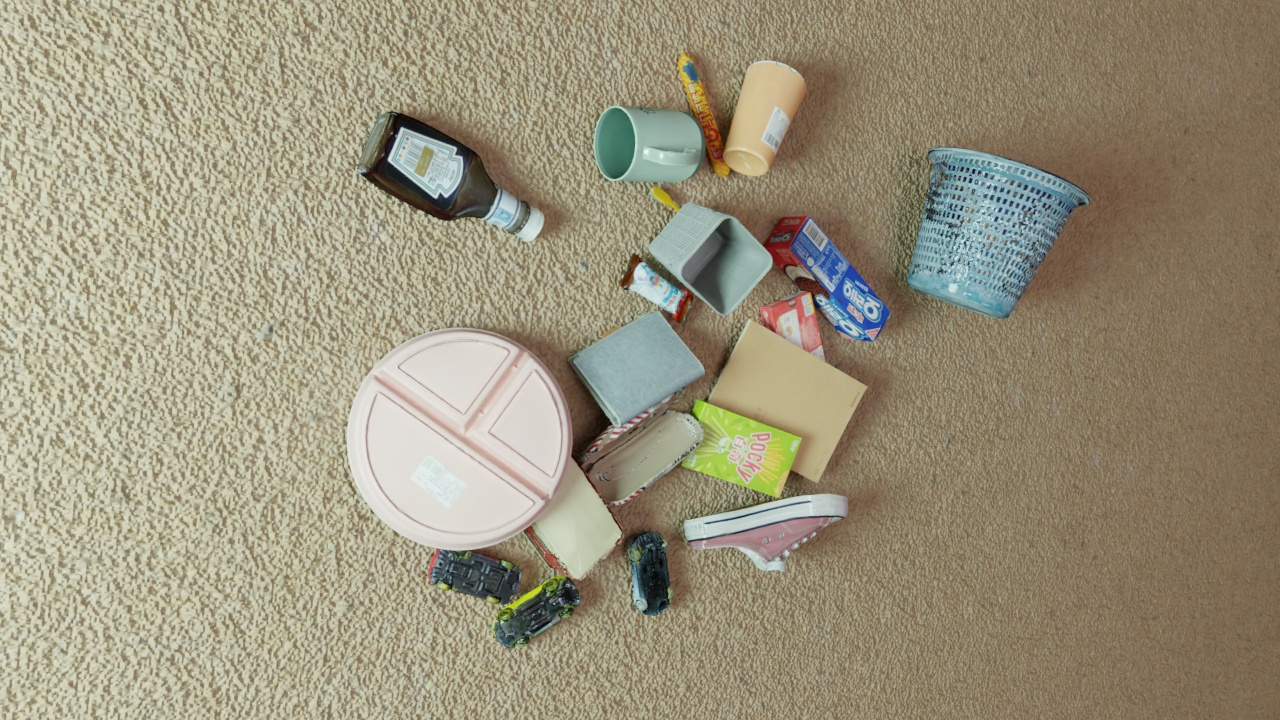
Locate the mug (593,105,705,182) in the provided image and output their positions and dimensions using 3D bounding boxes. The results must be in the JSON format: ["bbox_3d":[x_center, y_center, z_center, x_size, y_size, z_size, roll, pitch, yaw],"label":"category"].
[{"bbox_3d":[0.021,-0.239,1.030,0.106,0.112,0.082,-6,116,-35],"label":"mug"}]

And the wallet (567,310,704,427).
[{"bbox_3d":[-0.006,0.006,1.065,0.129,0.037,0.106,-31,74,-26],"label":"wallet"}]

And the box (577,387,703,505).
[{"bbox_3d":[0.006,0.101,1.078,0.162,0.076,0.087,-36,84,-28],"label":"box"}]

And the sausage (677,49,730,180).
[{"bbox_3d":[0.078,-0.296,1.116,0.021,0.021,0.165,-33,112,-27],"label":"sausage"}]

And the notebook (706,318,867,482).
[{"bbox_3d":[0.190,0.057,1.208,0.211,0.012,0.149,28,89,-25],"label":"notebook"}]

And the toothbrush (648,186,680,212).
[{"bbox_3d":[0.077,-0.160,1.136,0.191,0.018,0.016,33,79,-34],"label":"toothbrush"}]

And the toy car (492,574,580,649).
[{"bbox_3d":[-0.120,0.283,1.042,0.105,0.032,0.048,-31,112,-15],"label":"toy car"}]

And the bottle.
[{"bbox_3d":[-0.187,-0.179,0.941,0.194,0.044,0.079,25,81,-34],"label":"bottle"}]

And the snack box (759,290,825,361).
[{"bbox_3d":[0.210,-0.010,1.232,0.075,0.025,0.153,-24,107,-28],"label":"snack box"}]

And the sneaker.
[{"bbox_3d":[0.169,0.226,1.184,0.240,0.118,0.087,-6,81,-27],"label":"sneaker"}]

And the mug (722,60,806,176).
[{"bbox_3d":[0.148,-0.292,1.120,0.078,0.078,0.122,31,71,-32],"label":"mug"}]

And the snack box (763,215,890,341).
[{"bbox_3d":[0.254,-0.106,1.231,0.207,0.058,0.057,41,72,-29],"label":"snack box"}]

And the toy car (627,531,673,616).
[{"bbox_3d":[0.010,0.261,1.125,0.048,0.031,0.105,-13,101,-31],"label":"toy car"}]

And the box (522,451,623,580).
[{"bbox_3d":[-0.095,0.159,1.017,0.091,0.078,0.168,-41,115,-23],"label":"box"}]

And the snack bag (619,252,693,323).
[{"bbox_3d":[0.020,-0.085,1.098,0.105,0.026,0.045,30,80,-31],"label":"snack bag"}]

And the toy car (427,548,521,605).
[{"bbox_3d":[-0.179,0.232,0.996,0.106,0.031,0.049,25,82,-30],"label":"toy car"}]

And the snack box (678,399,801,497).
[{"bbox_3d":[0.126,0.113,1.171,0.156,0.026,0.086,21,91,-25],"label":"snack box"}]

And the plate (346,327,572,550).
[{"bbox_3d":[-0.179,0.078,0.935,0.229,0.028,0.229,2,82,-17],"label":"plate"}]

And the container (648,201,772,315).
[{"bbox_3d":[0.076,-0.123,1.069,0.090,0.114,0.090,-49,120,1],"label":"container"}]

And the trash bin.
[{"bbox_3d":[0.483,-0.172,1.301,0.226,0.227,0.195,16,99,-34],"label":"trash bin"}]
